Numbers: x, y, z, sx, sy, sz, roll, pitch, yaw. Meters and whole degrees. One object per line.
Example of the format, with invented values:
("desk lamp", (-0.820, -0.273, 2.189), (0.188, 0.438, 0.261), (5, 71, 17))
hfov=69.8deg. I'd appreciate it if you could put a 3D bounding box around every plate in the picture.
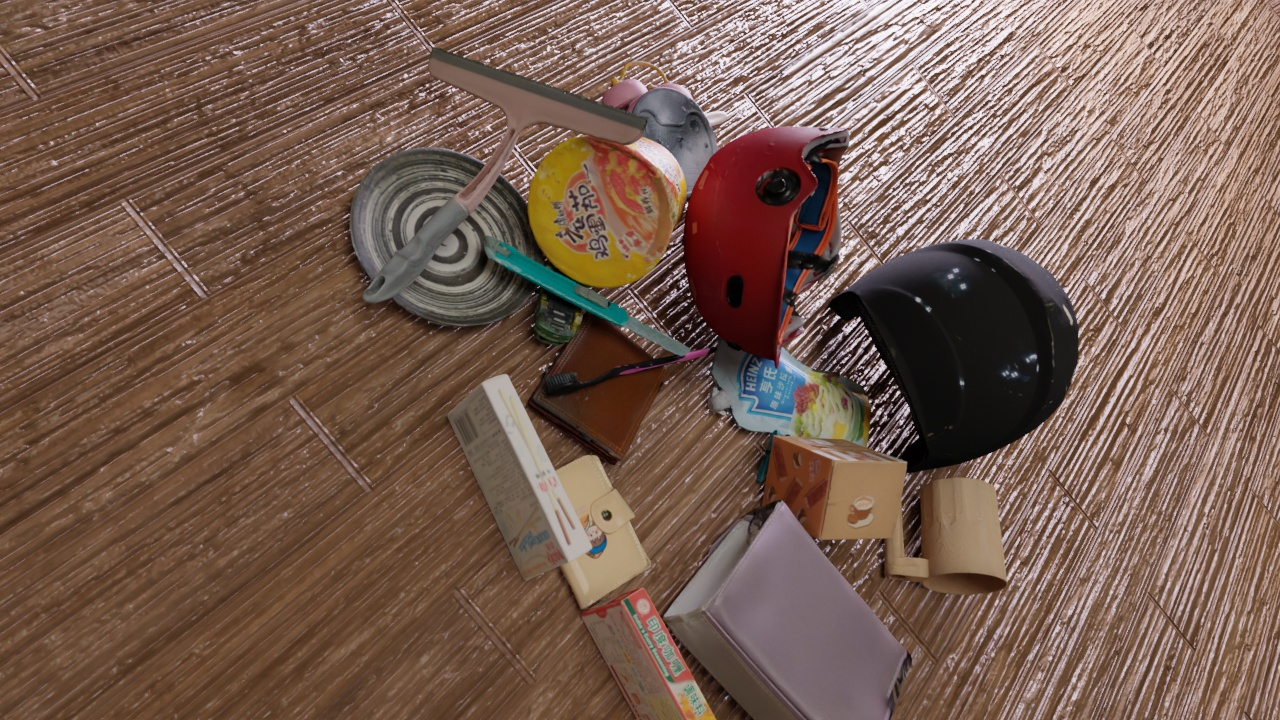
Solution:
("plate", (-0.174, -0.111, 0.830), (0.179, 0.024, 0.179), (11, 66, -26))

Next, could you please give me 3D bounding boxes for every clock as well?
("clock", (0.016, -0.236, 0.957), (0.117, 0.060, 0.158), (-9, 89, -38))

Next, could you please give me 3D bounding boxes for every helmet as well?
("helmet", (0.109, -0.117, 0.898), (0.144, 0.207, 0.239), (16, 58, 18))
("helmet", (0.350, -0.016, 0.987), (0.274, 0.231, 0.233), (-9, 75, -54))

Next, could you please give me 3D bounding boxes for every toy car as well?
("toy car", (-0.077, -0.055, 0.854), (0.043, 0.036, 0.091), (19, 51, -16))

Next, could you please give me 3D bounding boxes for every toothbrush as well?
("toothbrush", (-0.005, 0.005, 0.848), (0.188, 0.014, 0.017), (-14, 60, -32))
("toothbrush", (0.036, -0.258, 1.026), (0.179, 0.016, 0.016), (-25, 98, -38))

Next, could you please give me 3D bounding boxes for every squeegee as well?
("squeegee", (-0.156, -0.142, 0.793), (0.248, 0.040, 0.249), (26, 72, 25))

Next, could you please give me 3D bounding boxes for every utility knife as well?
("utility knife", (-0.048, -0.057, 0.838), (0.216, 0.013, 0.029), (28, 45, -9))

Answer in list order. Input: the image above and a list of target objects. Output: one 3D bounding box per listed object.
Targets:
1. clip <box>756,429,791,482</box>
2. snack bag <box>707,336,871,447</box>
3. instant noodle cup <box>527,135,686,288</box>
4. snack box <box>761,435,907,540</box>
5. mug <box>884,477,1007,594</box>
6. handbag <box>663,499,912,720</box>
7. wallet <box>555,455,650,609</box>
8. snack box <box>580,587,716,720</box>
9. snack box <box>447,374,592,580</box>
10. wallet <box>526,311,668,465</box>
("clip", (0.133, 0.097, 0.916), (0.043, 0.014, 0.056), (18, 89, -21))
("snack bag", (0.154, 0.039, 0.953), (0.191, 0.039, 0.110), (26, 70, -18))
("instant noodle cup", (-0.021, -0.148, 0.862), (0.138, 0.138, 0.109), (49, 28, -4))
("snack box", (0.185, 0.122, 0.883), (0.092, 0.094, 0.077), (6, 97, -29))
("mug", (0.318, 0.184, 0.968), (0.124, 0.084, 0.103), (6, 62, 0))
("handbag", (0.135, 0.244, 0.812), (0.197, 0.099, 0.144), (48, 55, -3))
("wallet", (-0.043, 0.144, 0.797), (0.087, 0.024, 0.115), (-24, 82, -37))
("snack box", (0.013, 0.264, 0.744), (0.027, 0.077, 0.155), (-26, 84, -36))
("snack box", (-0.101, 0.096, 0.744), (0.026, 0.085, 0.156), (-23, 82, -38))
("wallet", (-0.036, 0.022, 0.850), (0.101, 0.032, 0.124), (36, 55, -9))
